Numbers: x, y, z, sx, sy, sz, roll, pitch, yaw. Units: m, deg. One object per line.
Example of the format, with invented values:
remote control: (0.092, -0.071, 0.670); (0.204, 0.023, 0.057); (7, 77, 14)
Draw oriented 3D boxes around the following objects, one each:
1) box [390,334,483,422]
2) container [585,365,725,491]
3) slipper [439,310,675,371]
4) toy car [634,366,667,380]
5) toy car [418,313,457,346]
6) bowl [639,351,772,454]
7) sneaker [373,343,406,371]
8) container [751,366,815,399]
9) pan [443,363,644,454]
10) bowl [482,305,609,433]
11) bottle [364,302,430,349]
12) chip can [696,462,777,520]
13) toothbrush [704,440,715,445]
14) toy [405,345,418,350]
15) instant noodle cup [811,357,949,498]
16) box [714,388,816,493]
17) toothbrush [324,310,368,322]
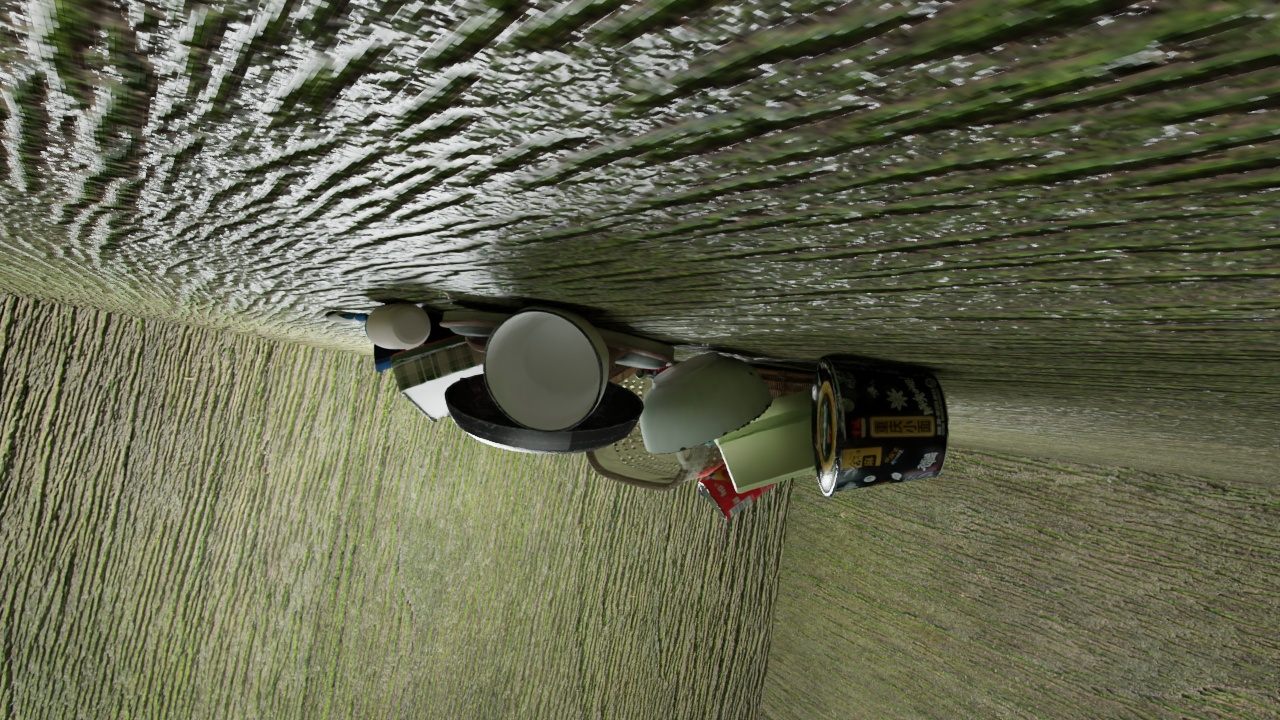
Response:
box: (-0.224, 0.021, 1.115); (0.117, 0.050, 0.206); (-20, 169, -5)
container: (0.025, 0.090, 1.366); (0.142, 0.184, 0.247); (-2, -175, -39)
slipper: (-0.083, -0.011, 0.986); (0.274, 0.054, 0.114); (10, 176, -30)
toy car: (-0.007, 0.007, 1.194); (0.091, 0.036, 0.042); (4, 174, 41)
toy car: (-0.233, -0.029, 1.122); (0.034, 0.046, 0.112); (9, 175, 24)
bowl: (0.063, 0.040, 1.024); (0.153, 0.073, 0.153); (-24, -171, 4)
sneaker: (-0.283, 0.008, 1.354); (0.240, 0.098, 0.084); (12, 175, -40)
container: (0.178, 0.072, 1.181); (0.113, 0.113, 0.198); (5, 176, 8)
pan: (-0.066, 0.037, 1.008); (0.208, 0.040, 0.356); (12, -165, 24)
bowl: (-0.080, 0.003, 0.845); (0.116, 0.116, 0.065); (8, -164, 14)
bottle: (-0.284, -0.039, 1.048); (0.051, 0.051, 0.146); (11, 175, -31)
chip can: (0.192, 0.135, 1.307); (0.232, 0.073, 0.073); (-35, -176, -10)
toothbrush: (0.161, 0.077, 1.302); (0.180, 0.016, 0.017); (-28, -157, -26)
toy: (-0.280, -0.033, 1.155); (0.063, 0.047, 0.110); (0, 173, 11)
instant noodle cup: (0.237, 0.064, 0.910); (0.112, 0.137, 0.137); (-2, 176, 1)
box: (0.175, 0.074, 1.020); (0.187, 0.044, 0.141); (-15, -146, -3)
toothbrush: (-0.377, -0.059, 1.217); (0.189, 0.016, 0.017); (4, 164, 46)
